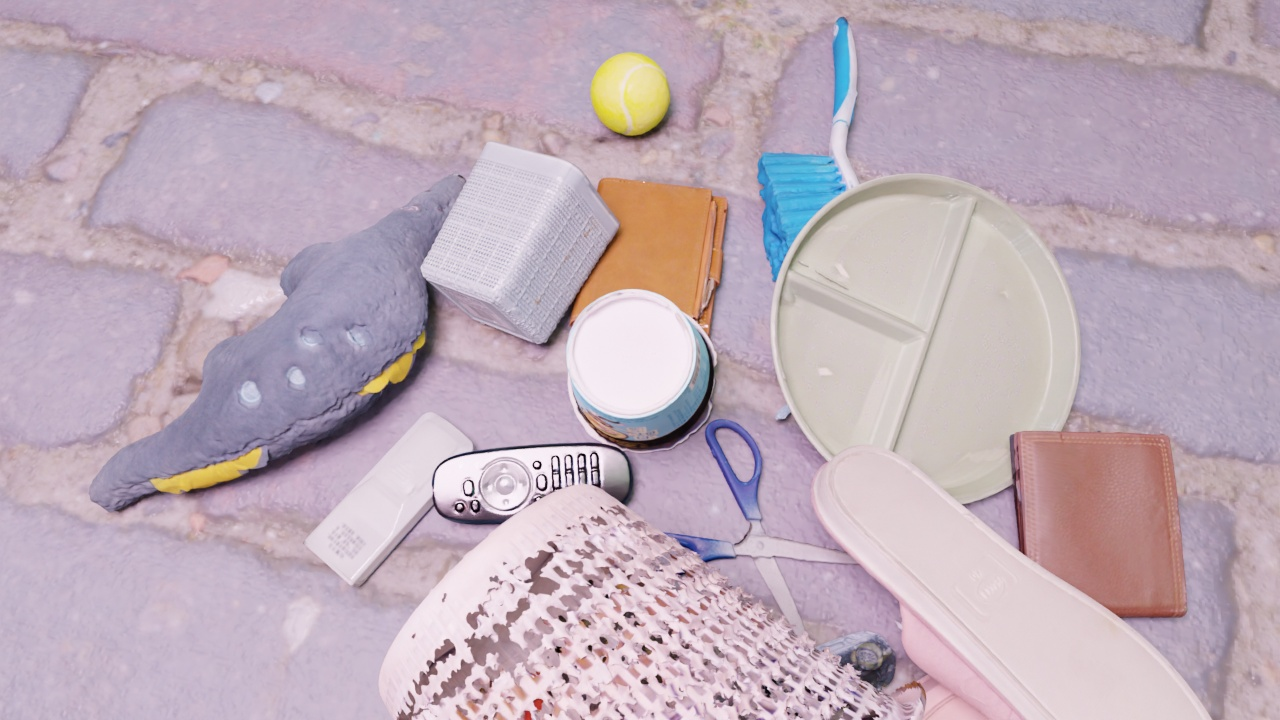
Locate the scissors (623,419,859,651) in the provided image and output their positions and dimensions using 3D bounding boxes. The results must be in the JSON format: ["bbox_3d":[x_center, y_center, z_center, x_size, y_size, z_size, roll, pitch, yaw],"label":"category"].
[{"bbox_3d":[0.068,0.119,0.621,0.162,0.012,0.175,-12,66,-6],"label":"scissors"}]

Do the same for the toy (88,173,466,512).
[{"bbox_3d":[-0.229,-0.014,0.656,0.138,0.091,0.355,22,63,42],"label":"toy"}]

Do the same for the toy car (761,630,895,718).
[{"bbox_3d":[0.114,0.197,0.567,0.090,0.043,0.034,-19,38,-11],"label":"toy car"}]

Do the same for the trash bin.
[{"bbox_3d":[-0.011,0.175,0.444,0.192,0.228,0.227,42,72,18],"label":"trash bin"}]

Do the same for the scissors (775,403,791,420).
[{"bbox_3d":[0.154,0.008,0.663,0.093,0.017,0.137,16,60,20],"label":"scissors"}]

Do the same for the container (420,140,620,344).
[{"bbox_3d":[-0.089,-0.083,0.665,0.090,0.090,0.111,21,75,30],"label":"container"}]

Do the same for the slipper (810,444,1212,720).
[{"bbox_3d":[0.211,0.157,0.543,0.274,0.055,0.113,41,47,17],"label":"slipper"}]

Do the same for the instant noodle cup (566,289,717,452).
[{"bbox_3d":[-0.004,0.004,0.602,0.111,0.120,0.111,-1,82,5],"label":"instant noodle cup"}]

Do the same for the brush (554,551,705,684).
[{"bbox_3d":[-0.024,0.153,0.582,0.146,0.063,0.072,23,37,11],"label":"brush"}]

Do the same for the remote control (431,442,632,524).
[{"bbox_3d":[-0.073,0.084,0.630,0.136,0.024,0.053,-4,83,-2],"label":"remote control"}]

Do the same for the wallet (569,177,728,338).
[{"bbox_3d":[0.009,-0.078,0.705,0.108,0.031,0.131,6,66,6],"label":"wallet"}]

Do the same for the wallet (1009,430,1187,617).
[{"bbox_3d":[0.296,0.106,0.602,0.101,0.032,0.124,1,78,1],"label":"wallet"}]

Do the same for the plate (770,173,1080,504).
[{"bbox_3d":[0.196,-0.016,0.634,0.230,0.027,0.230,1,83,-11],"label":"plate"}]

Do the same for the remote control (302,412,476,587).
[{"bbox_3d":[-0.170,0.092,0.632,0.049,0.024,0.124,34,71,16],"label":"remote control"}]

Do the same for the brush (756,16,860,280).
[{"bbox_3d":[0.144,-0.161,0.731,0.109,0.061,0.314,-6,60,-3],"label":"brush"}]

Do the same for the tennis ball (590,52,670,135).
[{"bbox_3d":[-0.008,-0.218,0.752,0.065,0.065,0.065,-1,64,1],"label":"tennis ball"}]

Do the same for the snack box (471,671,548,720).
[{"bbox_3d":[-0.097,0.213,0.547,0.080,0.082,0.091,6,65,-11],"label":"snack box"}]

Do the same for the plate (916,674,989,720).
[{"bbox_3d":[0.234,0.286,0.529,0.229,0.028,0.229,-1,65,2],"label":"plate"}]
